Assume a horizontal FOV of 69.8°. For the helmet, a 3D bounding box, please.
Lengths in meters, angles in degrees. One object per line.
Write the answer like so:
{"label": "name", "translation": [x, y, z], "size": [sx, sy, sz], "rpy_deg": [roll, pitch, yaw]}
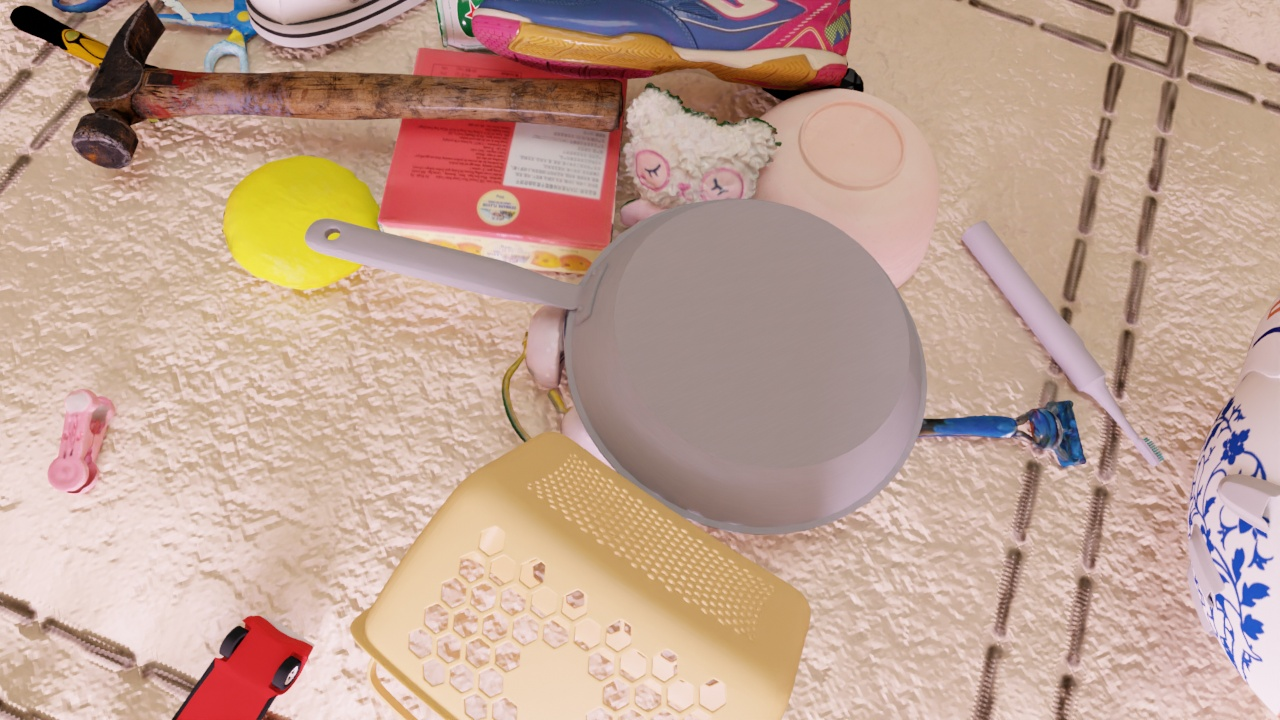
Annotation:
{"label": "helmet", "translation": [0.395, 0.099, 0.432], "size": [0.236, 0.231, 0.313], "rpy_deg": [-4, 56, 28]}

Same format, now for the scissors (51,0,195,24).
{"label": "scissors", "translation": [-0.353, -0.261, 0.645], "size": [0.118, 0.014, 0.129], "rpy_deg": [-41, 69, -19]}

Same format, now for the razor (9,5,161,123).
{"label": "razor", "translation": [-0.368, -0.206, 0.620], "size": [0.144, 0.021, 0.044], "rpy_deg": [27, 65, 10]}

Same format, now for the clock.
{"label": "clock", "translation": [-0.003, 0.003, 0.534], "size": [0.157, 0.059, 0.116], "rpy_deg": [-24, 69, -15]}

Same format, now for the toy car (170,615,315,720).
{"label": "toy car", "translation": [-0.203, 0.172, 0.454], "size": [0.038, 0.025, 0.089], "rpy_deg": [27, 66, 7]}

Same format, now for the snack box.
{"label": "snack box", "translation": [-0.085, -0.131, 0.599], "size": [0.142, 0.040, 0.144], "rpy_deg": [6, 65, -2]}

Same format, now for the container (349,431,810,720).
{"label": "container", "translation": [-0.033, 0.148, 0.430], "size": [0.183, 0.129, 0.167], "rpy_deg": [33, 106, 9]}

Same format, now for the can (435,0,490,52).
{"label": "can", "translation": [-0.086, -0.239, 0.619], "size": [0.101, 0.053, 0.053], "rpy_deg": [-10, 66, -10]}

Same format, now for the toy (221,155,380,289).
{"label": "toy", "translation": [-0.208, -0.086, 0.567], "size": [0.094, 0.041, 0.095], "rpy_deg": [-2, 64, -13]}

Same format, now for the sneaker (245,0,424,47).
{"label": "sneaker", "translation": [-0.173, -0.319, 0.643], "size": [0.244, 0.097, 0.091], "rpy_deg": [-37, 74, -25]}

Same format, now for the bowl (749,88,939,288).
{"label": "bowl", "translation": [0.129, -0.119, 0.594], "size": [0.153, 0.076, 0.152], "rpy_deg": [2, 65, -4]}

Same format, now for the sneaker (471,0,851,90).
{"label": "sneaker", "translation": [0.016, -0.225, 0.581], "size": [0.241, 0.116, 0.091], "rpy_deg": [0, 98, -14]}

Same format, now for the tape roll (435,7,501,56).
{"label": "tape roll", "translation": [-0.100, -0.250, 0.664], "size": [0.094, 0.019, 0.094], "rpy_deg": [2, 65, -4]}

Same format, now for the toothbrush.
{"label": "toothbrush", "translation": [0.269, -0.013, 0.589], "size": [0.019, 0.018, 0.188], "rpy_deg": [-25, 70, -14]}

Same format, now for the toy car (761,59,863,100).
{"label": "toy car", "translation": [0.113, -0.202, 0.651], "size": [0.092, 0.042, 0.036], "rpy_deg": [27, 88, 8]}

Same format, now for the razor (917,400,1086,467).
{"label": "razor", "translation": [0.201, 0.042, 0.557], "size": [0.141, 0.018, 0.043], "rpy_deg": [0, 66, -5]}

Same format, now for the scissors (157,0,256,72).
{"label": "scissors", "translation": [-0.277, -0.235, 0.647], "size": [0.125, 0.014, 0.130], "rpy_deg": [0, 62, -7]}

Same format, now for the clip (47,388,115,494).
{"label": "clip", "translation": [-0.306, 0.041, 0.501], "size": [0.023, 0.045, 0.059], "rpy_deg": [5, 51, 1]}

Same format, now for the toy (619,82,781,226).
{"label": "toy", "translation": [0.028, -0.106, 0.567], "size": [0.096, 0.109, 0.041], "rpy_deg": [19, 28, 8]}

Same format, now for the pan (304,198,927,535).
{"label": "pan", "translation": [-0.014, -0.030, 0.494], "size": [0.356, 0.051, 0.200], "rpy_deg": [17, 64, 1]}

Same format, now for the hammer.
{"label": "hammer", "translation": [-0.175, -0.172, 0.576], "size": [0.330, 0.033, 0.119], "rpy_deg": [2, 64, 2]}
